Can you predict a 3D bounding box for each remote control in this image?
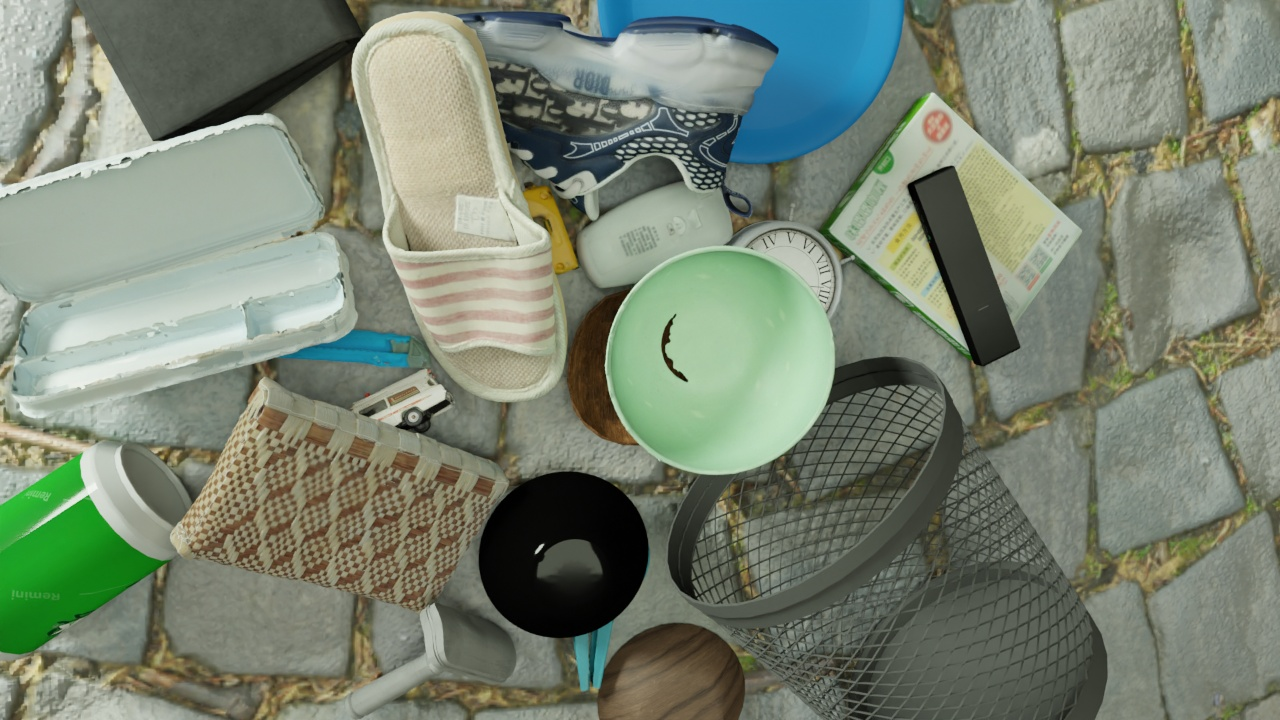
[{"bbox_3d":[0.242,-0.069,0.687,0.034,0.013,0.150,-25,100,-6],"label":"remote control"},{"bbox_3d":[0.010,-0.090,0.660,0.114,0.028,0.060,-25,102,-10],"label":"remote control"}]

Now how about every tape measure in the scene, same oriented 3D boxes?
[{"bbox_3d":[-0.082,-0.087,0.642,0.059,0.030,0.068,-21,100,-10],"label":"tape measure"}]

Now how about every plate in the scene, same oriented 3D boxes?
[{"bbox_3d":[0.079,-0.254,0.654,0.224,0.024,0.224,-1,98,-10],"label":"plate"}]

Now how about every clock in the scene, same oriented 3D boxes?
[{"bbox_3d":[0.095,-0.048,0.679,0.094,0.035,0.122,38,88,-13],"label":"clock"}]

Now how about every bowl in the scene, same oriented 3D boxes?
[{"bbox_3d":[-0.050,0.144,0.642,0.124,0.052,0.124,-1,96,-11],"label":"bowl"},{"bbox_3d":[0.028,0.266,0.707,0.119,0.032,0.119,-1,97,-11],"label":"bowl"},{"bbox_3d":[-0.004,0.004,0.670,0.102,0.026,0.114,10,95,-13],"label":"bowl"},{"bbox_3d":[0.049,-0.005,0.621,0.151,0.077,0.151,-1,102,-6],"label":"bowl"}]

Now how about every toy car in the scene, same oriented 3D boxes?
[{"bbox_3d":[-0.186,0.042,0.636,0.113,0.039,0.039,-25,80,-7],"label":"toy car"}]

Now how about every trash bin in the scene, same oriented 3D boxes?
[{"bbox_3d":[0.173,0.154,0.634,0.217,0.218,0.227,-43,107,-4],"label":"trash bin"}]

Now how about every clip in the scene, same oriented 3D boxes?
[{"bbox_3d":[-0.026,0.173,0.690,0.120,0.033,0.122,-33,102,-9],"label":"clip"}]

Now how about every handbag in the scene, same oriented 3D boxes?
[{"bbox_3d":[-0.193,0.096,0.608,0.185,0.047,0.124,26,101,-35],"label":"handbag"},{"bbox_3d":[-0.233,-0.253,0.541,0.196,0.072,0.176,-23,101,10],"label":"handbag"}]

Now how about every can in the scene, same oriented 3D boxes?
[{"bbox_3d":[-0.366,0.119,0.582,0.140,0.088,0.088,-34,102,-5],"label":"can"}]

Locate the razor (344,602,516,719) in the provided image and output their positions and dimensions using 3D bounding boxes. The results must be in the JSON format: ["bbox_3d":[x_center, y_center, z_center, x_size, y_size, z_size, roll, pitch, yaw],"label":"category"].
[{"bbox_3d":[-0.161,0.223,0.654,0.116,0.047,0.088,-31,143,12],"label":"razor"}]

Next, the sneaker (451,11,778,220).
[{"bbox_3d":[-0.051,-0.158,0.603,0.269,0.103,0.132,4,114,2],"label":"sneaker"}]

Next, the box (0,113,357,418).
[{"bbox_3d":[-0.293,-0.050,0.557,0.210,0.105,0.129,-20,142,-5],"label":"box"}]

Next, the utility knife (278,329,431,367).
[{"bbox_3d":[-0.253,-0.012,0.619,0.220,0.031,0.015,2,138,-8],"label":"utility knife"}]

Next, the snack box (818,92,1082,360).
[{"bbox_3d":[0.240,-0.099,0.705,0.168,0.027,0.132,37,89,-13],"label":"snack box"}]

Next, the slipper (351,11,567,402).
[{"bbox_3d":[-0.110,-0.080,0.579,0.115,0.052,0.263,-6,120,11],"label":"slipper"}]
